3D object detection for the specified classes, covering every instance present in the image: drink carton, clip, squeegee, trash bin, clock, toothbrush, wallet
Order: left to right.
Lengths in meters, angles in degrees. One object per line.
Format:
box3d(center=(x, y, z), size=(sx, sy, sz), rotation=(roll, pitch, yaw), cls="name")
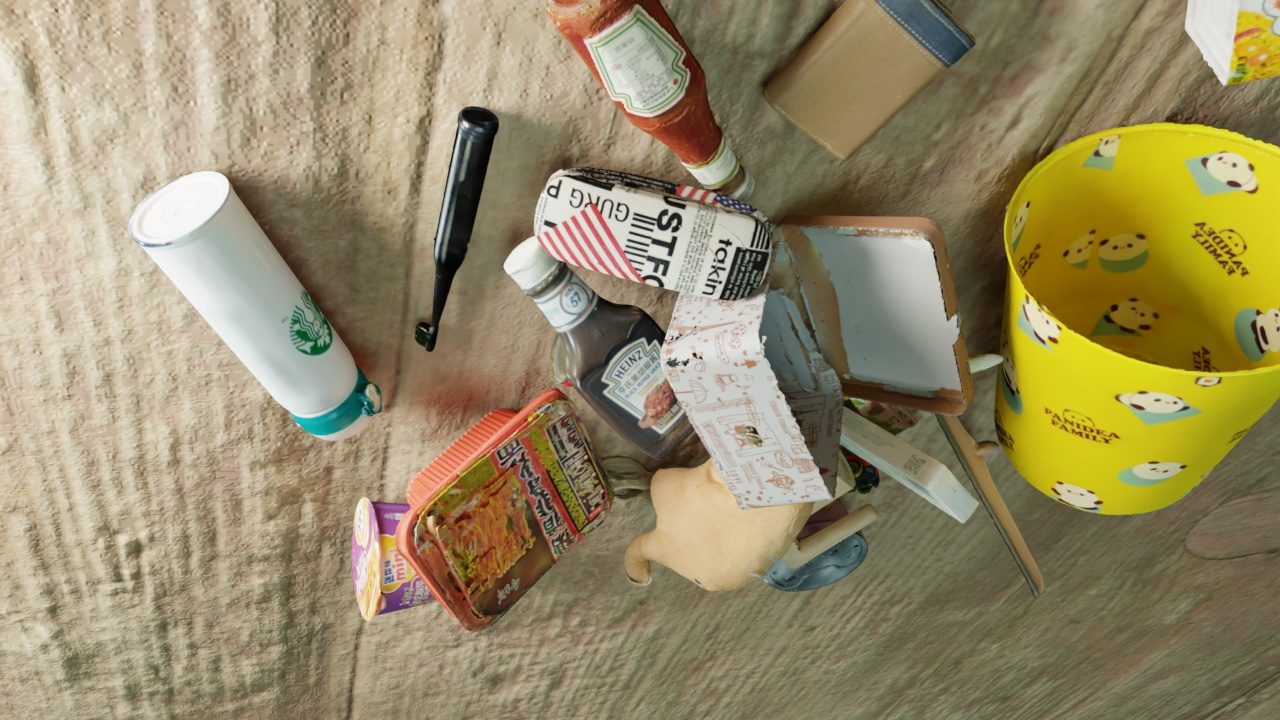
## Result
box3d(center=(-0.135, -0.083, 0.652), size=(0.027, 0.026, 0.213), rotation=(30, 132, 5), cls="toothbrush")
box3d(center=(-0.001, 0.122, 0.902), size=(0.097, 0.034, 0.062), rotation=(14, 130, -39), cls="clip")
box3d(center=(0.190, 0.211, 1.025), size=(0.117, 0.059, 0.158), rotation=(-20, 136, 5), cls="clock")
box3d(center=(0.149, -0.194, 0.604), size=(0.090, 0.033, 0.115), rotation=(25, 126, -31), cls="wallet")
box3d(center=(0.219, 0.026, 0.845), size=(0.054, 0.045, 0.122), rotation=(-33, 135, 18), cls="drink carton")
box3d(center=(0.211, 0.025, 0.779), size=(0.192, 0.018, 0.016), rotation=(-18, 142, 33), cls="toothbrush")
box3d(center=(0.323, 0.090, 0.880), size=(0.040, 0.247, 0.249), rotation=(-29, 165, 14), cls="squeegee")
box3d(center=(0.395, -0.014, 0.731), size=(0.229, 0.229, 0.255), rotation=(-16, 143, 2), cls="trash bin")

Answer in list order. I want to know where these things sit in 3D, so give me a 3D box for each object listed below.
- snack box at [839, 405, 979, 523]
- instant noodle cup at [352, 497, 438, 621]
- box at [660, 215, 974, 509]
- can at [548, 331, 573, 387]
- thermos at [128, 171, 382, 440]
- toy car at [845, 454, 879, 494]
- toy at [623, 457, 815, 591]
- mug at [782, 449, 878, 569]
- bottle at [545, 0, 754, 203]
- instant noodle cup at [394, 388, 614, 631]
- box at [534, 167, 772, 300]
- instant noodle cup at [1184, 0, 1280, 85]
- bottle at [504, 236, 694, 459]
box3d(center=(0.226, 0.086, 0.836), size=(0.027, 0.157, 0.084), rotation=(-53, 131, -1), cls="snack box")
box3d(center=(-0.210, 0.182, 0.859), size=(0.099, 0.111, 0.112), rotation=(2, 136, -30), cls="instant noodle cup")
box3d(center=(0.148, -0.001, 0.691), size=(0.193, 0.155, 0.183), rotation=(-9, 130, 27), cls="box")
box3d(center=(-0.004, 0.004, 0.757), size=(0.132, 0.053, 0.053), rotation=(11, 132, -25), cls="can")
box3d(center=(-0.257, -0.025, 0.648), size=(0.073, 0.073, 0.224), rotation=(-17, 138, 3), cls="thermos")
box3d(center=(0.192, 0.122, 0.950), size=(0.106, 0.031, 0.049), rotation=(-16, 141, 21), cls="toy car")
box3d(center=(0.069, 0.146, 0.842), size=(0.226, 0.143, 0.082), rotation=(-51, 148, 14), cls="toy")
box3d(center=(0.156, 0.132, 0.898), size=(0.104, 0.084, 0.124), rotation=(-36, 96, 20), cls="mug")
box3d(center=(0.018, -0.166, 0.580), size=(0.060, 0.059, 0.206), rotation=(-29, 142, 16), cls="bottle")
box3d(center=(-0.121, 0.124, 0.792), size=(0.188, 0.079, 0.165), rotation=(-42, 134, -24), cls="instant noodle cup")
box3d(center=(0.012, -0.099, 0.639), size=(0.163, 0.080, 0.075), rotation=(13, 120, 1), cls="box")
box3d(center=(0.426, -0.239, 0.578), size=(0.124, 0.115, 0.116), rotation=(-13, 139, 16), cls="instant noodle cup")
box3d(center=(-0.026, -0.011, 0.687), size=(0.080, 0.044, 0.195), rotation=(-44, 116, -7), cls="bottle")
